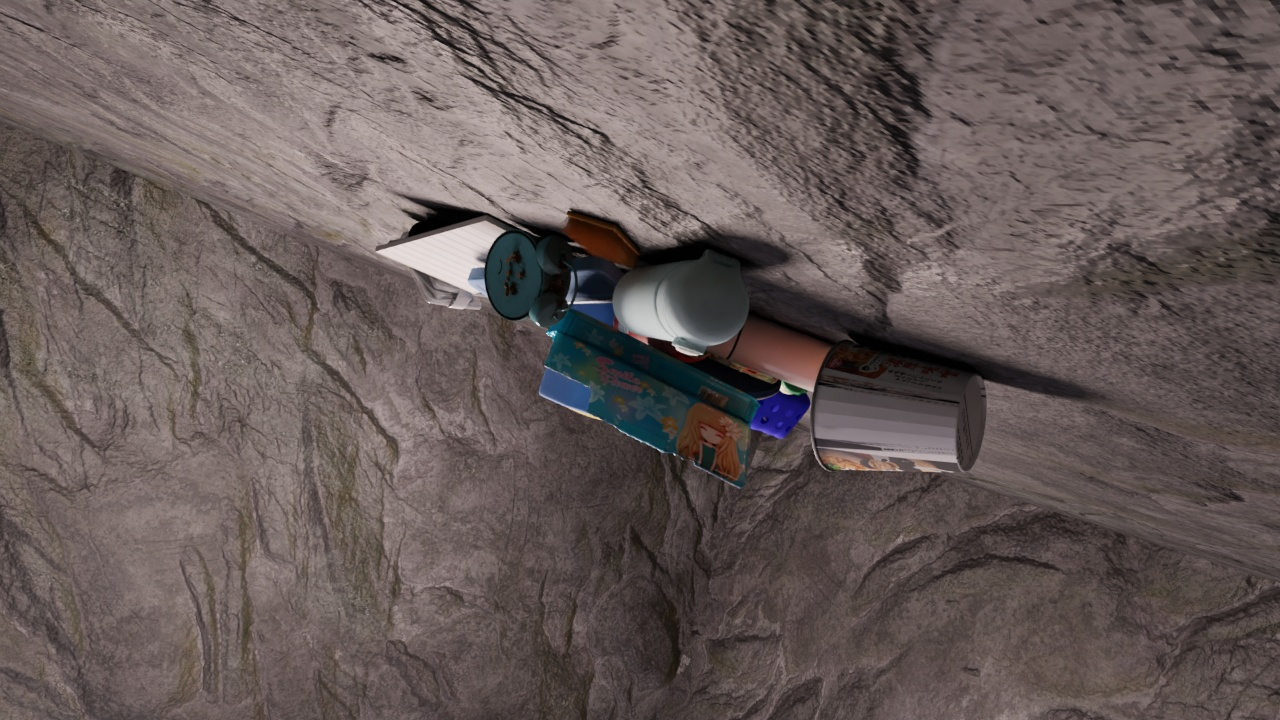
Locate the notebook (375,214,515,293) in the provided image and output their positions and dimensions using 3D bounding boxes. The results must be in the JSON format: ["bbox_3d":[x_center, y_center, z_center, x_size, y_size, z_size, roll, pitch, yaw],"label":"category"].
[{"bbox_3d":[-0.178,-0.113,1.020,0.210,0.009,0.142,-5,160,44],"label":"notebook"}]

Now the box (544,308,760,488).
[{"bbox_3d":[0.012,0.023,0.926,0.227,0.072,0.181,26,-163,-11],"label":"box"}]

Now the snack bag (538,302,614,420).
[{"bbox_3d":[-0.007,0.007,1.182,0.205,0.159,0.102,20,179,-35],"label":"snack bag"}]

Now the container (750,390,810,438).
[{"bbox_3d":[0.176,0.053,1.352,0.113,0.085,0.084,20,-150,-31],"label":"container"}]

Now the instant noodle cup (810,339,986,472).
[{"bbox_3d":[0.234,0.048,0.819,0.122,0.123,0.123,7,170,36],"label":"instant noodle cup"}]

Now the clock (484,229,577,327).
[{"bbox_3d":[-0.101,-0.081,0.893,0.124,0.090,0.053,18,-164,40],"label":"clock"}]

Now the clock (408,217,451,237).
[{"bbox_3d":[-0.234,-0.139,1.122,0.091,0.042,0.121,21,177,-29],"label":"clock"}]

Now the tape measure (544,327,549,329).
[{"bbox_3d":[-0.133,-0.084,1.245,0.063,0.067,0.038,28,-146,37],"label":"tape measure"}]

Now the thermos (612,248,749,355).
[{"bbox_3d":[0.029,-0.047,0.752,0.065,0.078,0.207,20,179,-14],"label":"thermos"}]

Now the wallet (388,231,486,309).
[{"bbox_3d":[-0.262,-0.117,1.171,0.115,0.038,0.118,6,-138,-47],"label":"wallet"}]

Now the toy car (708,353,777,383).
[{"bbox_3d":[0.135,-0.005,1.079,0.111,0.047,0.047,20,178,-29],"label":"toy car"}]

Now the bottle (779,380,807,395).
[{"bbox_3d":[0.207,0.027,1.247,0.043,0.043,0.111,20,178,4],"label":"bottle"}]

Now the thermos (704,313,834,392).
[{"bbox_3d":[0.159,-0.001,0.926,0.224,0.052,0.052,20,177,-3],"label":"thermos"}]

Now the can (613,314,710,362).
[{"bbox_3d":[0.028,-0.037,1.025,0.067,0.067,0.170,21,177,-23],"label":"can"}]

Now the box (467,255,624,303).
[{"bbox_3d":[-0.080,-0.075,0.998,0.210,0.034,0.127,1,167,39],"label":"box"}]

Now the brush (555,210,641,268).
[{"bbox_3d":[-0.026,-0.095,0.774,0.048,0.017,0.126,19,177,16],"label":"brush"}]

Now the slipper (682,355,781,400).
[{"bbox_3d":[0.067,0.031,1.111,0.118,0.060,0.294,49,-147,18],"label":"slipper"}]
